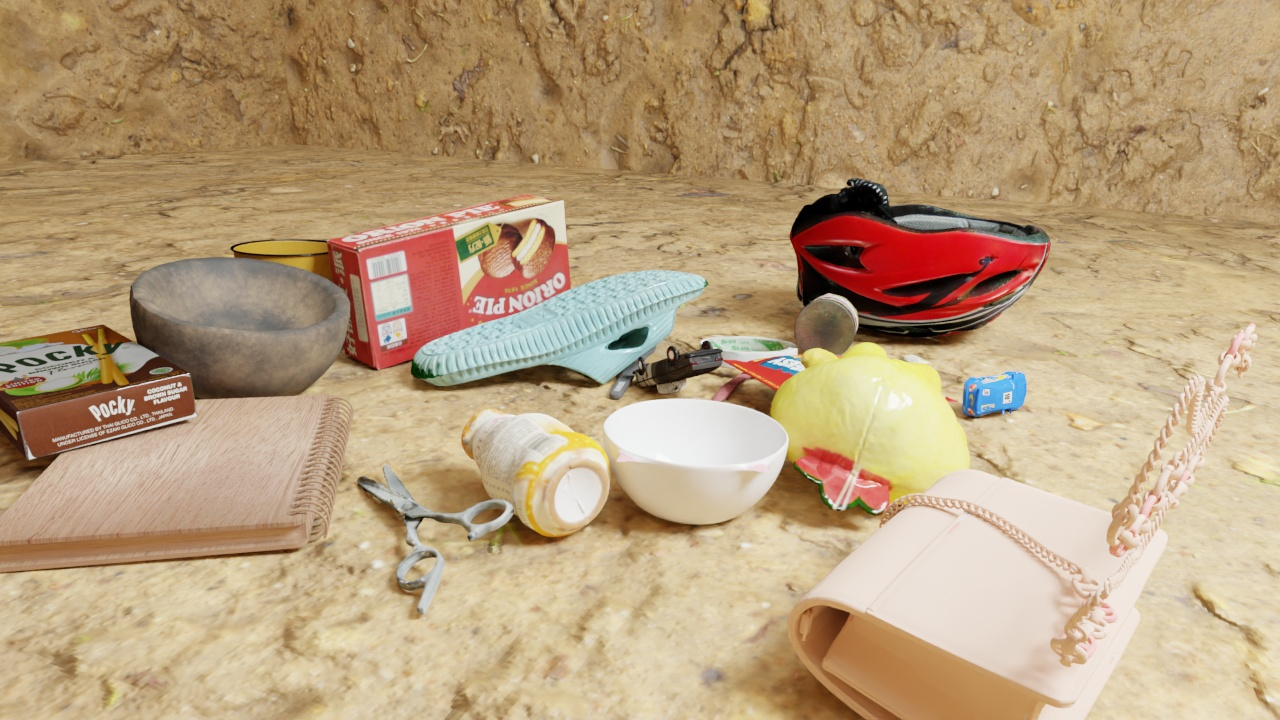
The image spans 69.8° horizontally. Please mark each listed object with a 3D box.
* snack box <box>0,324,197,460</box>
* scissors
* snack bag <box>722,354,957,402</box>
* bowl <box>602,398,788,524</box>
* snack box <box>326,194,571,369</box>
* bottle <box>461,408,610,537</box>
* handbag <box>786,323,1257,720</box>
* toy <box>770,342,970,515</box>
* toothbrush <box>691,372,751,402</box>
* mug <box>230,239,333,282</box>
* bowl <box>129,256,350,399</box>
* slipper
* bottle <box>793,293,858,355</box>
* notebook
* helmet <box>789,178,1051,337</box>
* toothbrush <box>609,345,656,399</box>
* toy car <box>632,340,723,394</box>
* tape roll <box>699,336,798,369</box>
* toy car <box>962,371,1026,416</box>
[{"bbox_3d":[-0.402,0.016,0.648,0.186,0.032,0.100,16,24,43],"label":"snack box"},{"bbox_3d":[-0.136,0.095,0.520,0.160,0.014,0.120,-2,29,32],"label":"scissors"},{"bbox_3d":[0.162,0.019,0.763,0.143,0.039,0.131,-1,16,-25],"label":"snack bag"},{"bbox_3d":[0.033,0.066,0.572,0.114,0.051,0.114,2,17,-1],"label":"bowl"},{"bbox_3d":[-0.174,-0.082,0.884,0.235,0.113,0.060,-23,29,-40],"label":"snack box"},{"bbox_3d":[-0.067,0.061,0.553,0.063,0.063,0.109,-11,21,-36],"label":"bottle"},{"bbox_3d":[0.165,0.053,0.399,0.117,0.187,0.198,24,31,35],"label":"handbag"},{"bbox_3d":[0.162,0.034,0.627,0.134,0.092,0.207,21,19,14],"label":"toy"},{"bbox_3d":[0.074,0.024,0.783,0.015,0.016,0.184,7,16,24],"label":"toothbrush"},{"bbox_3d":[-0.337,-0.059,0.858,0.101,0.094,0.123,14,19,37],"label":"mug"},{"bbox_3d":[-0.322,-0.023,0.743,0.162,0.070,0.162,12,23,-5],"label":"bowl"},{"bbox_3d":[-0.067,-0.019,0.823,0.275,0.069,0.116,-20,23,-18],"label":"slipper"},{"bbox_3d":[0.182,-0.034,0.891,0.056,0.056,0.105,7,9,14],"label":"bottle"},{"bbox_3d":[-0.276,0.067,0.581,0.169,0.022,0.210,-3,18,-12],"label":"notebook"},{"bbox_3d":[0.297,-0.110,0.990,0.272,0.167,0.217,3,17,3],"label":"helmet"},{"bbox_3d":[-0.005,0.005,0.840,0.013,0.013,0.167,6,20,10],"label":"toothbrush"},{"bbox_3d":[0.032,0.008,0.771,0.040,0.037,0.092,-9,-5,-30],"label":"toy car"},{"bbox_3d":[0.102,-0.007,0.867,0.094,0.018,0.093,2,11,0],"label":"tape roll"},{"bbox_3d":[0.300,0.032,0.744,0.091,0.033,0.062,-7,12,-28],"label":"toy car"}]
